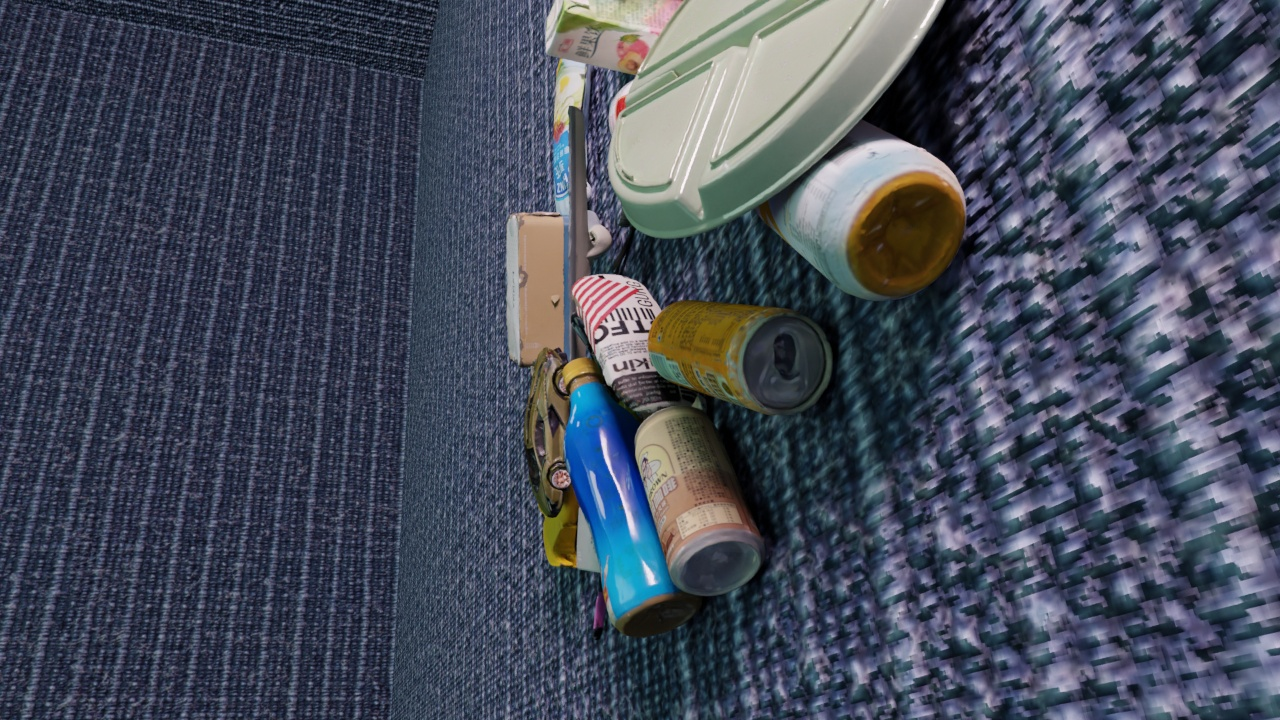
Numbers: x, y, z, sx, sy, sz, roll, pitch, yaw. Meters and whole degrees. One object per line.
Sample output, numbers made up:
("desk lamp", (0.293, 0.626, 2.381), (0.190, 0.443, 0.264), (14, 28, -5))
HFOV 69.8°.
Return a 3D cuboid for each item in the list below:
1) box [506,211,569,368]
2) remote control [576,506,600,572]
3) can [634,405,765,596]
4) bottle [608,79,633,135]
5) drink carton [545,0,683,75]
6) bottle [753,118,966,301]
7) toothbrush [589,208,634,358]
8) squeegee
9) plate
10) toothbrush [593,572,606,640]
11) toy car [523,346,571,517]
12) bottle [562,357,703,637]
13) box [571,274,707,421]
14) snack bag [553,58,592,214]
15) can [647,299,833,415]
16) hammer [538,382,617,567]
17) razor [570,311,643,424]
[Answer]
("box", (-0.112, -0.071, 1.008), (0.090, 0.062, 0.184), (-147, 55, -70))
("remote control", (-0.017, 0.145, 0.741), (0.135, 0.019, 0.056), (-18, 68, 61))
("can", (0.034, 0.086, 0.575), (0.116, 0.058, 0.059), (-108, 30, -50))
("bottle", (0.042, -0.187, 0.628), (0.197, 0.068, 0.068), (173, 102, -66))
("drink carton", (-0.006, -0.250, 0.692), (0.054, 0.122, 0.045), (134, 140, -62))
("bottle", (0.088, -0.093, 0.460), (0.189, 0.068, 0.068), (-119, 39, -59))
("toothbrush", (-0.030, -0.071, 0.869), (0.014, 0.016, 0.190), (-101, 23, -55))
("squeegee", (-0.047, -0.116, 0.871), (0.246, 0.039, 0.247), (-101, 11, -73))
("plate", (0.060, -0.165, 0.473), (0.231, 0.027, 0.229), (-36, 36, 31))
("toothbrush", (-0.025, 0.153, 0.793), (0.018, 0.014, 0.189), (18, 102, 61))
("toy car", (-0.085, 0.066, 0.853), (0.070, 0.042, 0.158), (162, 110, -71))
("bottle", (-0.017, 0.088, 0.668), (0.065, 0.065, 0.218), (115, 144, -44))
("box", (-0.004, 0.005, 0.683), (0.162, 0.075, 0.087), (-120, 27, -49))
("snack bag", (-0.076, -0.245, 1.022), (0.110, 0.038, 0.191), (-21, 66, 62))
("can", (0.054, -0.005, 0.547), (0.146, 0.058, 0.058), (-162, 79, -70))
("hammer", (-0.046, 0.073, 0.848), (0.128, 0.032, 0.301), (-111, 32, -52))
("razor", (-0.022, 0.022, 0.752), (0.043, 0.022, 0.142), (-41, 71, 55))
